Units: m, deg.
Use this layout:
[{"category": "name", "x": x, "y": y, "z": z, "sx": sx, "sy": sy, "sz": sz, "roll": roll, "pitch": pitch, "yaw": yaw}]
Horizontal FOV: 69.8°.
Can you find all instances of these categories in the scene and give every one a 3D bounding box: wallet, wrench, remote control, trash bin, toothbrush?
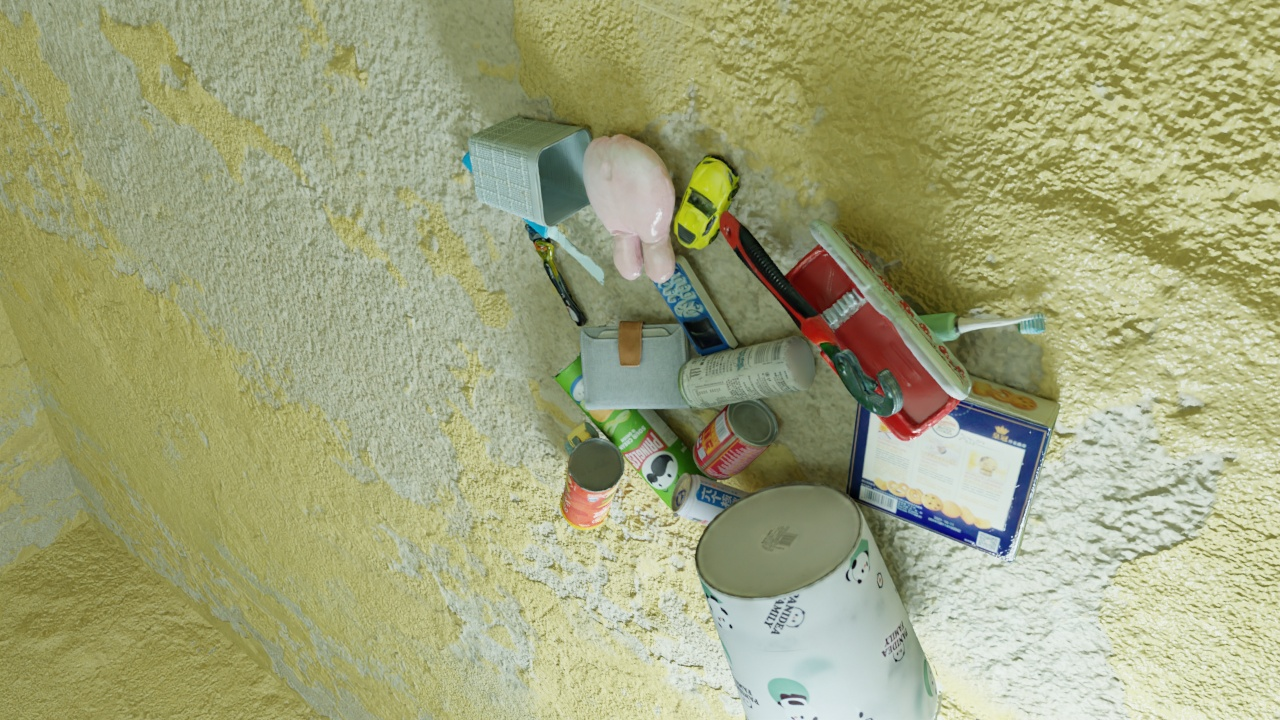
[{"category": "wallet", "x": -0.006, "y": 0.006, "z": 1.069, "sx": 0.130, "sy": 0.036, "sz": 0.106, "roll": -1, "pitch": 103, "yaw": 17}, {"category": "wrench", "x": 0.150, "y": -0.048, "z": 0.853, "sx": 0.273, "sy": 0.016, "sz": 0.056, "roll": 54, "pitch": 157, "yaw": 33}, {"category": "remote control", "x": 0.059, "y": -0.059, "z": 1.015, "sx": 0.049, "sy": 0.024, "sz": 0.125, "roll": -15, "pitch": 114, "yaw": 45}, {"category": "trash bin", "x": 0.185, "y": 0.287, "z": 1.007, "sx": 0.230, "sy": 0.228, "sz": 0.252, "roll": -2, "pitch": 122, "yaw": 40}, {"category": "toothbrush", "x": 0.266, "y": -0.029, "z": 0.864, "sx": 0.225, "sy": 0.026, "sz": 0.027, "roll": -5, "pitch": 77, "yaw": 42}]

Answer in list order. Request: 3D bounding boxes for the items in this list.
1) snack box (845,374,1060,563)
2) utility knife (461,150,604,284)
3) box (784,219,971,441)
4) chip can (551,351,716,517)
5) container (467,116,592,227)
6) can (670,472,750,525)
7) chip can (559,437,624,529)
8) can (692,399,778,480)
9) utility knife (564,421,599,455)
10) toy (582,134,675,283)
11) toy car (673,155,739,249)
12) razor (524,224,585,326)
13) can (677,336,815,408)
[{"category": "snack box", "x": 0.302, "y": 0.094, "z": 0.912, "sx": 0.178, "sy": 0.045, "sz": 0.183, "roll": 21, "pitch": 132, "yaw": 28}, {"category": "utility knife", "x": -0.124, "y": -0.170, "z": 1.077, "sx": 0.234, "sy": 0.018, "sz": 0.034, "roll": 44, "pitch": 133, "yaw": 11}, {"category": "box", "x": 0.204, "y": -0.026, "z": 0.831, "sx": 0.110, "sy": 0.099, "sz": 0.201, "roll": -46, "pitch": 71, "yaw": 28}, {"category": "chip can", "x": -0.007, "y": 0.084, "z": 1.144, "sx": 0.236, "sy": 0.072, "sz": 0.072, "roll": 49, "pitch": 138, "yaw": 0}, {"category": "container", "x": -0.121, "y": -0.212, "z": 1.004, "sx": 0.111, "sy": 0.089, "sz": 0.090, "roll": 22, "pitch": 132, "yaw": 30}, {"category": "can", "x": 0.106, "y": 0.177, "z": 1.088, "sx": 0.134, "sy": 0.053, "sz": 0.053, "roll": 21, "pitch": 140, "yaw": -15}, {"category": "chip can", "x": -0.065, "y": 0.164, "z": 1.200, "sx": 0.073, "sy": 0.073, "sz": 0.217, "roll": 40, "pitch": 158, "yaw": 9}, {"category": "can", "x": 0.107, "y": 0.092, "z": 1.057, "sx": 0.066, "sy": 0.066, "sz": 0.094, "roll": 43, "pitch": 138, "yaw": 5}, {"category": "utility knife", "x": -0.080, "y": 0.105, "z": 1.218, "sx": 0.031, "sy": 0.021, "sz": 0.202, "roll": 58, "pitch": 166, "yaw": 4}, {"category": "toy", "x": -0.010, "y": -0.160, "z": 0.970, "sx": 0.121, "sy": 0.054, "sz": 0.159, "roll": 14, "pitch": 124, "yaw": 46}, {"category": "toy car", "x": 0.063, "y": -0.158, "z": 0.931, "sx": 0.048, "sy": 0.032, "sz": 0.105, "roll": 37, "pitch": 136, "yaw": 13}, {"category": "razor", "x": -0.102, "y": -0.102, "z": 1.118, "sx": 0.043, "sy": 0.022, "sz": 0.143, "roll": -4, "pitch": 118, "yaw": 43}, {"category": "can", "x": 0.113, "y": 0.015, "z": 0.993, "sx": 0.147, "sy": 0.058, "sz": 0.058, "roll": -13, "pitch": 111, "yaw": 40}]
